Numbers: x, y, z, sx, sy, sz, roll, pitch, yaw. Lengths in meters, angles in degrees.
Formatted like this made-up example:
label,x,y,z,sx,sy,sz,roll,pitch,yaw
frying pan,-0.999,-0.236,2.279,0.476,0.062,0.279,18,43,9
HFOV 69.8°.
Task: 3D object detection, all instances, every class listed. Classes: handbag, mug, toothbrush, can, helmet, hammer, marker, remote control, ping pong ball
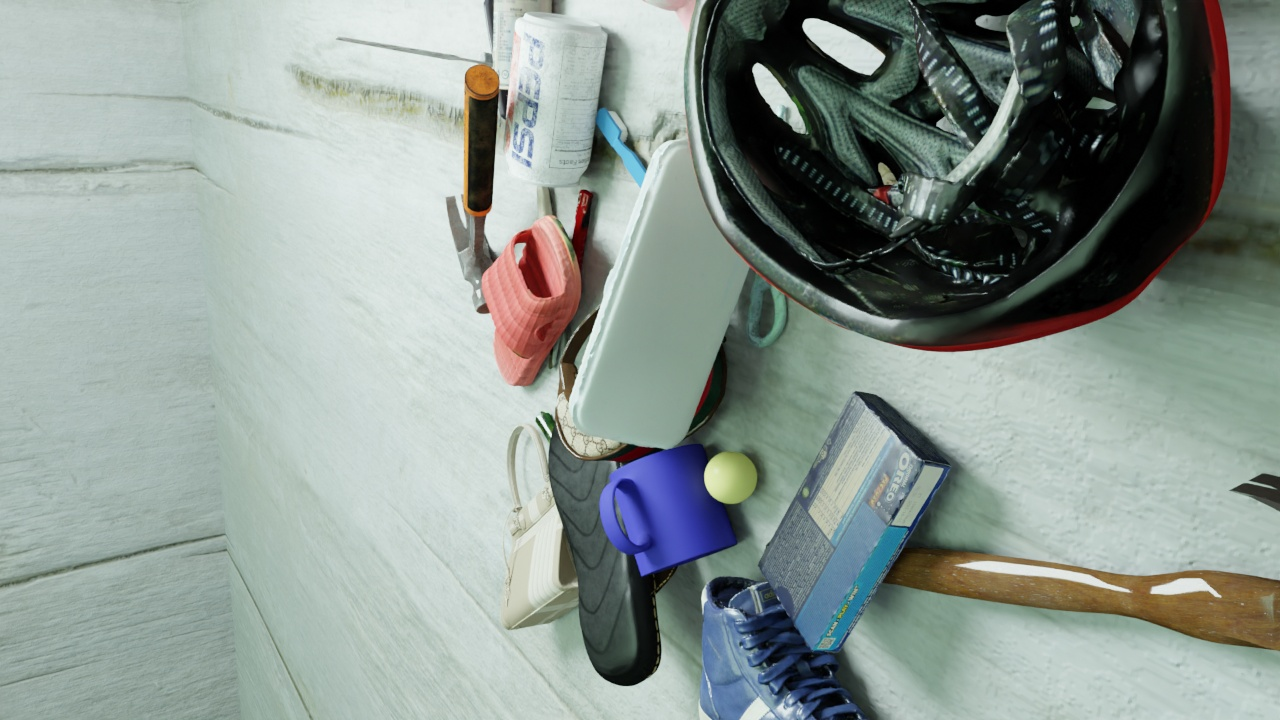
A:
label,x,y,z,sx,sy,sz,roll,pitch,yaw
handbag,-0.004,0.004,0.745,0.167,0.063,0.138,-38,59,32
mug,0.015,0.120,0.720,0.079,0.111,0.083,-32,71,40
toothbrush,0.006,-0.149,0.762,0.166,0.014,0.016,58,139,23
can,-0.109,-0.320,0.848,0.054,0.054,0.136,26,117,50
can,-0.076,-0.227,0.801,0.078,0.078,0.136,38,127,45
helmet,0.137,-0.124,0.439,0.272,0.166,0.218,47,118,30
hammer,0.224,0.120,0.492,0.324,0.033,0.115,-9,91,56
marker,-0.068,0.109,0.918,0.146,0.017,0.017,55,138,33
handbag,-0.106,0.160,0.955,0.176,0.062,0.197,-47,52,52
hammer,-0.160,-0.176,0.891,0.315,0.035,0.137,113,140,-63
remote control,-0.134,-0.296,0.904,0.009,0.046,0.124,-8,90,17
ping pong ball,0.069,0.089,0.698,0.040,0.040,0.040,17,111,53
toothbrush,-0.204,-0.298,0.877,0.010,0.181,0.010,-14,83,50

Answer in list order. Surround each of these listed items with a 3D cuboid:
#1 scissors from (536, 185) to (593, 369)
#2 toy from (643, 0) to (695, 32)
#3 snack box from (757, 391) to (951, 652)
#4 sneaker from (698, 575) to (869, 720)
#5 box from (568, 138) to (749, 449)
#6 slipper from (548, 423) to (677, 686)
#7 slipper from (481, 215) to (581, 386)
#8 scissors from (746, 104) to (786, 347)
label,x,y,z,sx,sy,sz,roll,pitch,yaw
scissors,-0.076,-0.088,0.887,0.188,0.015,0.179,-45,62,50
toy,0.009,-0.336,0.652,0.213,0.084,0.142,56,140,34
snack box,0.131,0.103,0.586,0.150,0.027,0.082,-67,31,23
sneaker,0.118,0.219,0.622,0.233,0.091,0.118,8,101,63
box,0.010,-0.051,0.662,0.216,0.106,0.124,-69,23,11
slipper,-0.021,0.150,0.814,0.113,0.075,0.267,-34,56,34
slipper,-0.121,-0.051,0.901,0.103,0.059,0.249,67,151,21
scissors,0.091,-0.088,0.654,0.172,0.023,0.167,-19,77,55
